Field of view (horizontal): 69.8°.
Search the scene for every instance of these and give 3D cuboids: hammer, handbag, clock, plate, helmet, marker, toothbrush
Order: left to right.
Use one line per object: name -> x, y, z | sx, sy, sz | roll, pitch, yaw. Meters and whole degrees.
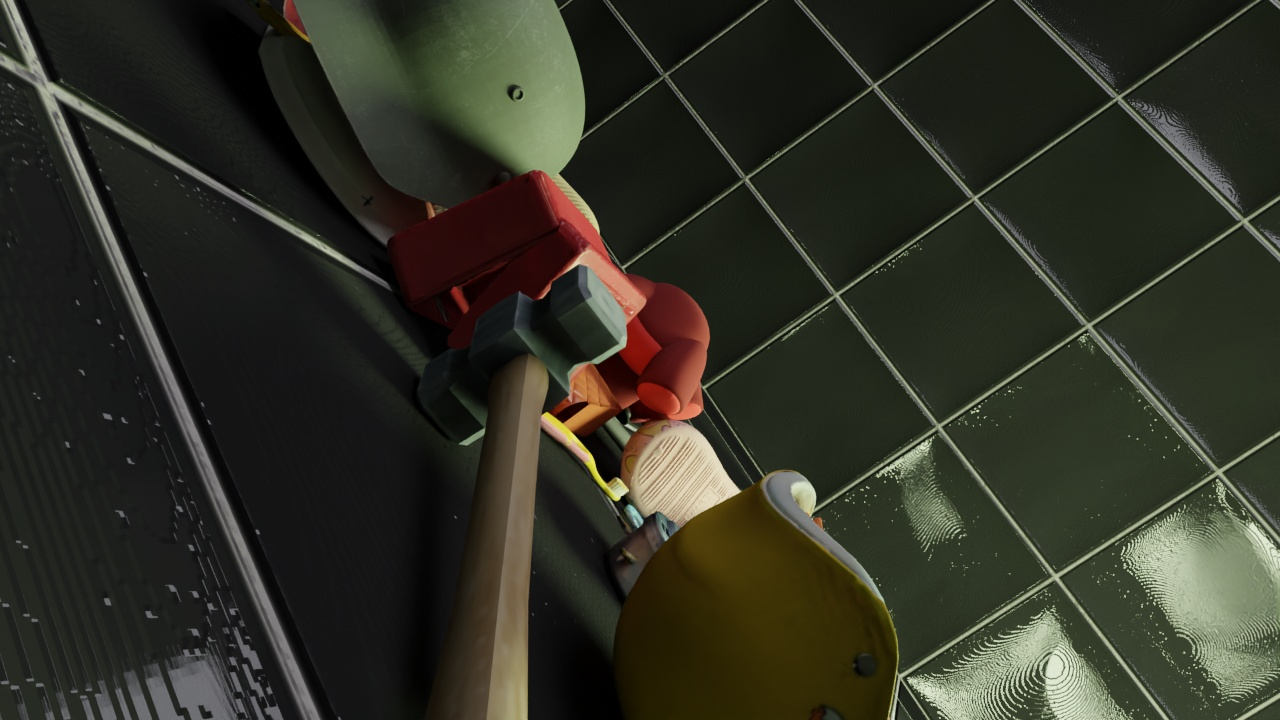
plate -> -0.205, -0.162, 0.677 | 0.182, 0.034, 0.182 | 60, 5, -9
helmet -> -0.125, -0.214, 0.675 | 0.226, 0.154, 0.268 | -113, 180, -53
hammer -> -0.060, 0.060, 0.403 | 0.051, 0.117, 0.322 | 52, 15, -25
handbag -> -0.088, -0.023, 0.811 | 0.172, 0.060, 0.109 | 56, 10, 18
toothbrush -> -0.050, 0.075, 0.750 | 0.135, 0.016, 0.021 | 51, 8, -37
marker -> -0.023, 0.078, 0.966 | 0.138, 0.016, 0.022 | 51, 10, -17
clock -> 0.027, 0.167, 0.657 | 0.129, 0.052, 0.090 | 53, 6, -12
helmet -> 0.069, 0.188, 0.478 | 0.209, 0.140, 0.240 | -99, 166, -78

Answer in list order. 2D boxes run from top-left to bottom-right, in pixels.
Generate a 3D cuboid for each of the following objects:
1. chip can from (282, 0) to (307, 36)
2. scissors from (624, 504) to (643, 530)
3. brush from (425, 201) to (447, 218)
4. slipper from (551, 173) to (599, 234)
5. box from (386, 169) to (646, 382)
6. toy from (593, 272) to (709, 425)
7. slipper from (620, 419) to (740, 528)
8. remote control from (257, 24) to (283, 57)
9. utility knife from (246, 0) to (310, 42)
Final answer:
chip can -> -0.275, -0.318, 0.916 | 0.073, 0.073, 0.233 | 54, 5, -5
scissors -> 0.028, 0.185, 0.777 | 0.140, 0.015, 0.083 | 55, 2, 37
brush -> -0.195, -0.178, 0.787 | 0.172, 0.030, 0.041 | 66, -23, 13
slipper -> -0.154, -0.174, 0.871 | 0.261, 0.111, 0.079 | 39, -29, -5
box -> -0.085, -0.059, 0.663 | 0.122, 0.136, 0.157 | 50, 3, 18
toy -> -0.005, 0.005, 0.910 | 0.158, 0.120, 0.198 | 51, -26, 12
slipper -> 0.031, 0.120, 0.884 | 0.081, 0.093, 0.197 | 32, -14, 44
remote control -> -0.279, -0.241, 0.726 | 0.043, 0.013, 0.136 | 51, 7, -33
utility knife -> -0.270, -0.254, 0.734 | 0.030, 0.017, 0.155 | 47, 6, 15
